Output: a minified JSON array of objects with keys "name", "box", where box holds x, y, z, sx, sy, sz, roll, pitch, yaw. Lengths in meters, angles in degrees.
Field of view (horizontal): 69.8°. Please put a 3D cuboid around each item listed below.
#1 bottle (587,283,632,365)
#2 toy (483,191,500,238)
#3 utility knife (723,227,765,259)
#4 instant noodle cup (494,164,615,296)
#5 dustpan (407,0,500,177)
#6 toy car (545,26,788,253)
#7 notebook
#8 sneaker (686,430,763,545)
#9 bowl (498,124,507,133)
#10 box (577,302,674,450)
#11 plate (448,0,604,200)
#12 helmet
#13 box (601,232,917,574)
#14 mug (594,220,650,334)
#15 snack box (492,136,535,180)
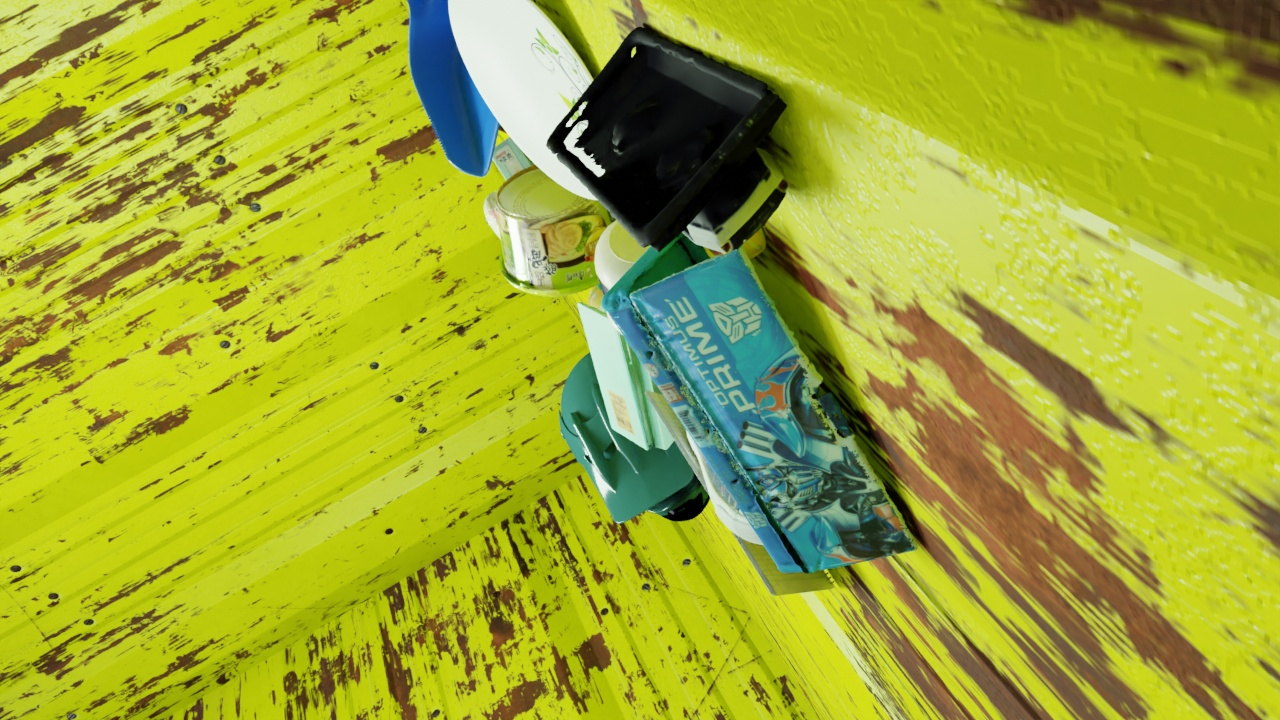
[{"name":"bottle","box":[0.005,-0.022,1.146,0.209,0.068,0.068,56,174,38]},{"name":"toy","box":[-0.157,-0.170,1.122,0.087,0.050,0.112,53,-173,-26]},{"name":"utility knife","box":[0.046,-0.090,0.625,0.029,0.020,0.172,62,174,-17]},{"name":"instant noodle cup","box":[-0.092,-0.149,1.006,0.146,0.146,0.098,-125,17,-45]},{"name":"dustpan","box":[-0.205,-0.369,0.960,0.257,0.059,0.246,67,152,25]},{"name":"toy car","box":[0.020,-0.110,0.497,0.071,0.094,0.191,38,-172,-34]},{"name":"notebook","box":[0.108,0.141,0.980,0.177,0.013,0.245,19,-146,-58]},{"name":"sneaker","box":[0.089,0.081,0.852,0.235,0.087,0.079,-123,10,-61]},{"name":"bowl","box":[-0.174,-0.320,1.097,0.147,0.069,0.147,22,-166,-6]},{"name":"box","box":[-0.009,0.006,1.016,0.093,0.076,0.188,15,137,31]},{"name":"plate","box":[-0.086,-0.248,0.824,0.229,0.030,0.230,43,161,18]},{"name":"helmet","box":[-0.005,0.096,1.210,0.200,0.176,0.274,43,-163,-54]},{"name":"box","box":[0.093,0.024,0.608,0.115,0.093,0.243,-16,115,43]},{"name":"mug","box":[0.017,-0.070,0.751,0.112,0.085,0.089,20,156,20]},{"name":"snack box","box":[-0.108,-0.191,1.164,0.193,0.044,0.141,58,-167,-6]}]
